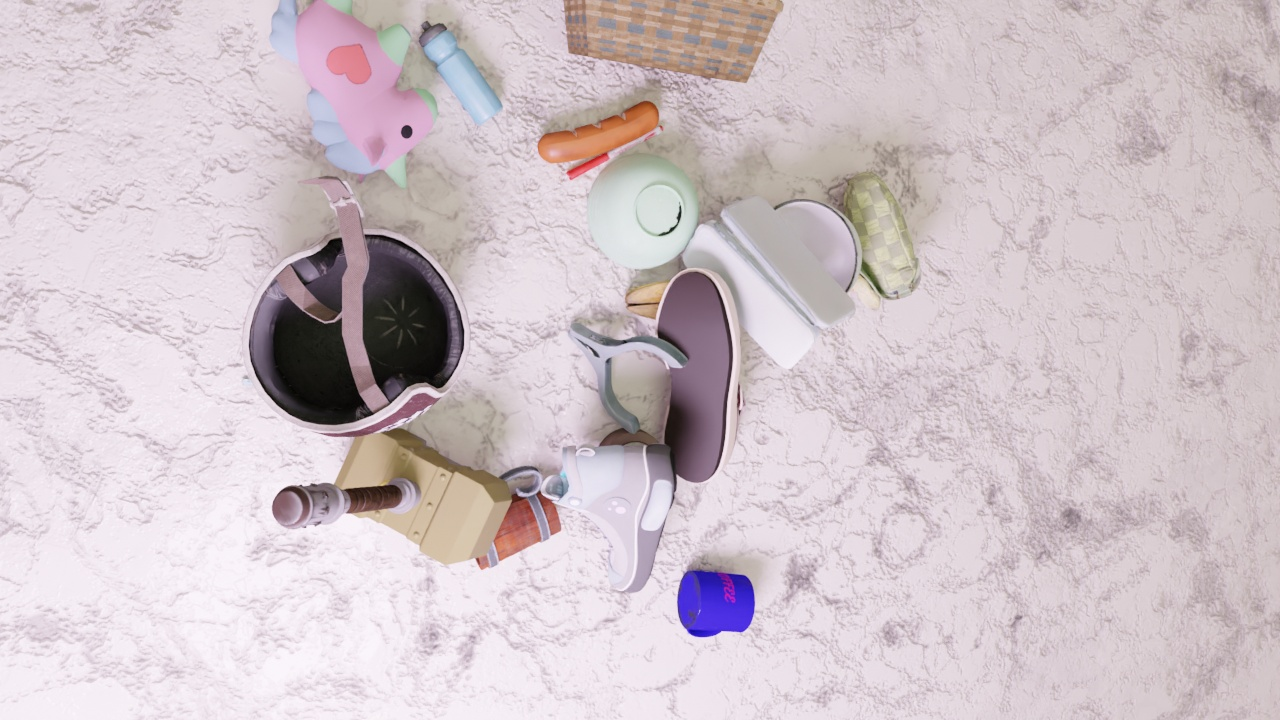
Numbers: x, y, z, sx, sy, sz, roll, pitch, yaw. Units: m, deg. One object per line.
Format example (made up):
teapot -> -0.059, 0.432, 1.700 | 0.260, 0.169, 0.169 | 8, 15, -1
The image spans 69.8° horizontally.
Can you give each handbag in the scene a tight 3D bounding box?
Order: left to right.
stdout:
handbag -> 0.311, -0.162, 1.269 | 0.117, 0.113, 0.186 | -19, 98, 8

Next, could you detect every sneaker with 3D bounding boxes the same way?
sneaker -> -0.052, 0.201, 1.171 | 0.160, 0.092, 0.257 | 8, 130, -10
sneaker -> 0.098, 0.011, 1.208 | 0.116, 0.112, 0.294 | -34, 126, -52

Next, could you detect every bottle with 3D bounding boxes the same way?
bottle -> -0.216, -0.344, 1.089 | 0.040, 0.040, 0.130 | -39, 108, -9

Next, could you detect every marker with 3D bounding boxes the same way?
marker -> -0.032, -0.268, 1.179 | 0.142, 0.013, 0.013 | -30, 107, -12

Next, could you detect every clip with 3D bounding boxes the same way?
clip -> -0.002, 0.004, 1.172 | 0.165, 0.031, 0.169 | -23, 105, 32

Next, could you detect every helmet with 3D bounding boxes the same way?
helmet -> -0.307, -0.036, 0.995 | 0.234, 0.253, 0.233 | -35, 93, 13

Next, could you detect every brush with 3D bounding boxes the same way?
brush -> 0.071, -0.080, 1.226 | 0.195, 0.043, 0.059 | -2, 98, -19

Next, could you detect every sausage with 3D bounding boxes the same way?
sausage -> -0.051, -0.284, 1.155 | 0.164, 0.039, 0.044 | -22, 88, -14

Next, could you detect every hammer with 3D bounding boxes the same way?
hammer -> -0.283, 0.147, 0.976 | 0.190, 0.324, 0.100 | 25, 90, 13

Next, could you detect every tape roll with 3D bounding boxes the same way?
tape roll -> -0.014, 0.139, 1.240 | 0.093, 0.030, 0.094 | -3, 100, -18

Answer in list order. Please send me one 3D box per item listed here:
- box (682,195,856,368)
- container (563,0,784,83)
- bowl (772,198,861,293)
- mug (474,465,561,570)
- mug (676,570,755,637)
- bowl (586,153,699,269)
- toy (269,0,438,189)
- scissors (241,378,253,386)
box -> 0.158, -0.094, 1.170 | 0.129, 0.106, 0.210 | -26, 74, -39
container -> 0.034, -0.447, 1.101 | 0.249, 0.157, 0.186 | 4, 108, -19
bowl -> 0.227, -0.139, 1.222 | 0.072, 0.154, 0.153 | -20, 108, -54
mug -> -0.168, 0.195, 1.167 | 0.111, 0.081, 0.117 | -20, 122, -18
mug -> 0.100, 0.350, 1.294 | 0.083, 0.079, 0.111 | 9, 124, -20
bowl -> 0.012, -0.190, 1.172 | 0.150, 0.077, 0.151 | -3, 100, -17
toy -> -0.328, -0.309, 1.027 | 0.222, 0.120, 0.171 | 33, 78, -21
scissors -> -0.405, 0.026, 1.101 | 0.136, 0.015, 0.055 | -1, 101, -22
